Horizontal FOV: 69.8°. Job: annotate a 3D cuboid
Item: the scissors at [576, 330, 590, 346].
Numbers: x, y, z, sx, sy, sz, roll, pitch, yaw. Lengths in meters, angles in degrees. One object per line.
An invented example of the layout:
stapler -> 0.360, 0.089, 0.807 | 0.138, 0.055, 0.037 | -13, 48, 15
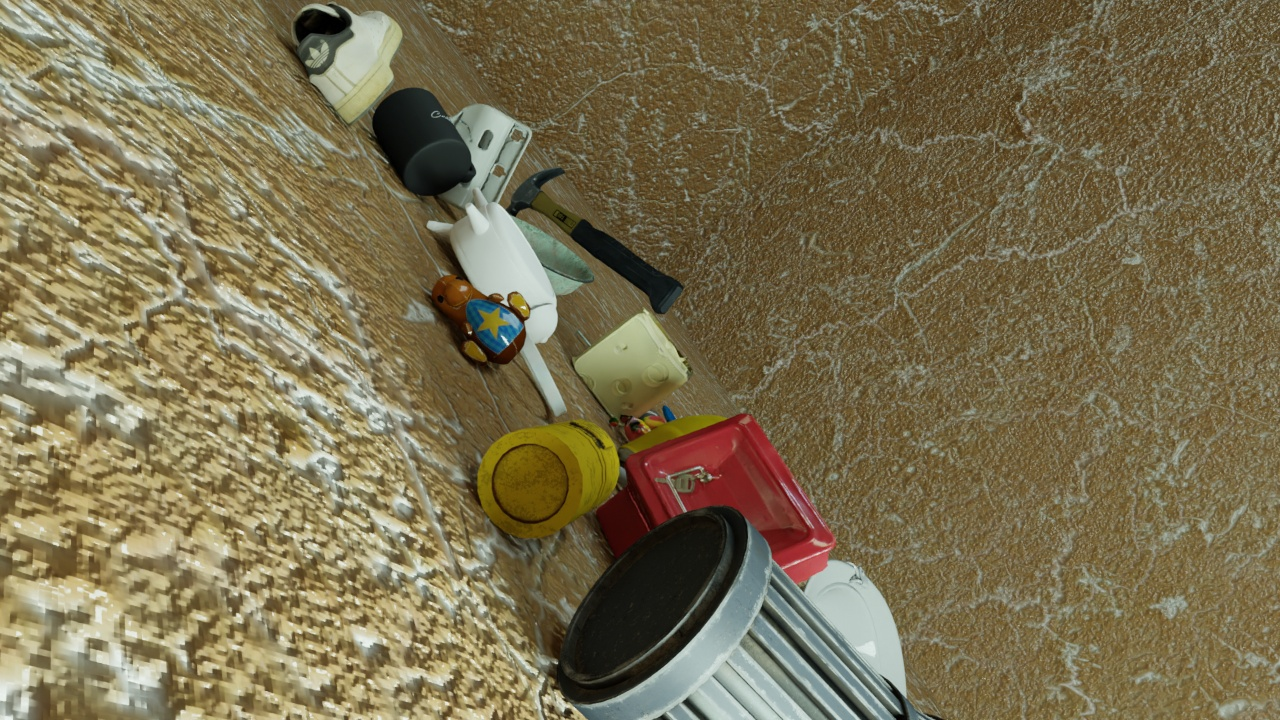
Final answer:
scissors -> -0.036, 0.029, 1.305 | 0.174, 0.022, 0.171 | 45, 12, -20

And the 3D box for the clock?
clock -> -0.149, -0.093, 0.960 | 0.161, 0.073, 0.125 | 58, 5, -19

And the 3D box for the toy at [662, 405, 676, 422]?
toy -> 0.072, 0.137, 1.252 | 0.113, 0.071, 0.176 | 53, -4, -22

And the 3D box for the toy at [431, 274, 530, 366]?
toy -> -0.142, -0.034, 0.802 | 0.090, 0.070, 0.103 | 41, -16, 0

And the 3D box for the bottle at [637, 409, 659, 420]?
bottle -> 0.009, 0.085, 1.202 | 0.036, 0.036, 0.109 | 53, 7, -5

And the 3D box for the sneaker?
sneaker -> -0.316, -0.331, 0.963 | 0.102, 0.089, 0.241 | 39, 17, -32

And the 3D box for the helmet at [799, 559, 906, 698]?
helmet -> 0.169, 0.300, 0.912 | 0.271, 0.118, 0.183 | 38, 47, -46

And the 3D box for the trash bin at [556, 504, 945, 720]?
trash bin -> 0.075, 0.208, 0.532 | 0.227, 0.164, 0.164 | 48, 8, -13

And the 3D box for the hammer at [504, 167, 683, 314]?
hammer -> -0.066, -0.165, 1.244 | 0.333, 0.118, 0.025 | 38, 1, 34

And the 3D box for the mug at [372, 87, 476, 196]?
mug -> -0.227, -0.233, 1.006 | 0.113, 0.078, 0.088 | 15, 37, -58

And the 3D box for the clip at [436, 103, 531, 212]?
clip -> -0.214, -0.248, 1.086 | 0.143, 0.124, 0.072 | 29, 1, 6

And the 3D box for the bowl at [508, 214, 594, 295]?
bowl -> -0.135, -0.129, 1.155 | 0.157, 0.039, 0.157 | 31, 16, -10

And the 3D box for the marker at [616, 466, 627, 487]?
marker -> 0.025, 0.146, 0.896 | 0.140, 0.016, 0.016 | 33, -4, 29

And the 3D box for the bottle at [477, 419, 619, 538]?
bottle -> -0.055, 0.078, 0.655 | 0.071, 0.071, 0.163 | 54, 7, 7

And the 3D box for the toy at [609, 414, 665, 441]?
toy -> 0.013, 0.097, 1.107 | 0.084, 0.046, 0.103 | 4, -35, 40

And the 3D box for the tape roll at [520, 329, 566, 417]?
tape roll -> -0.096, 0.010, 0.861 | 0.093, 0.013, 0.093 | 60, -9, 15

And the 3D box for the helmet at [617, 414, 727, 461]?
helmet -> 0.098, 0.156, 1.007 | 0.240, 0.140, 0.209 | 49, 8, -35

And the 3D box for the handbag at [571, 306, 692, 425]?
handbag -> -0.007, 0.007, 1.149 | 0.111, 0.119, 0.081 | 54, 5, 9

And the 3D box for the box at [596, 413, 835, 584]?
box -> 0.054, 0.169, 0.774 | 0.169, 0.153, 0.157 | 89, -20, -44
